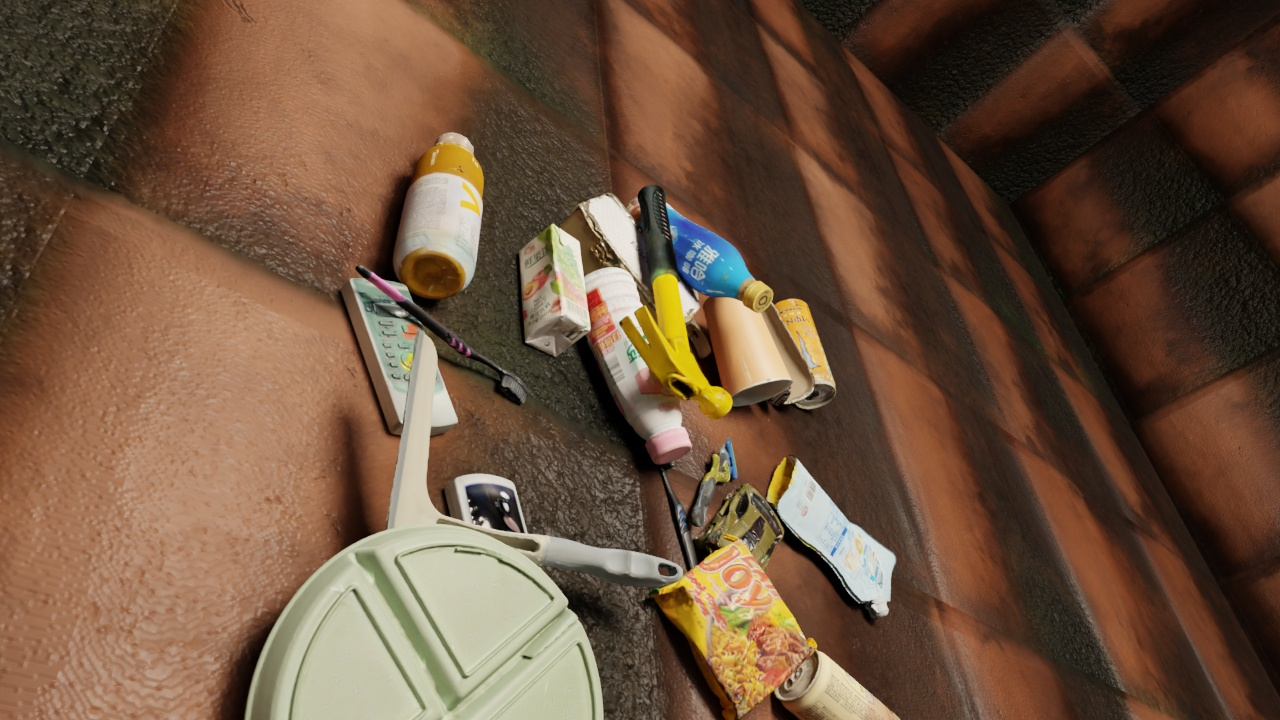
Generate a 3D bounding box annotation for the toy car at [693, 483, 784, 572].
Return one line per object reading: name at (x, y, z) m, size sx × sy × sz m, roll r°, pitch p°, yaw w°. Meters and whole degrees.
toy car at (0.101, 0.168, 0.889) m, size 0.070 × 0.042 × 0.157 m, roll 51°, pitch 28°, yaw -2°

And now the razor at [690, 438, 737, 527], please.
razor at (0.069, 0.126, 0.905) m, size 0.142 × 0.022 × 0.043 m, roll -49°, pitch 128°, yaw -62°

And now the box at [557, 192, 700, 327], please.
box at (-0.012, -0.090, 0.990) m, size 0.184 × 0.063 × 0.089 m, roll 54°, pitch 31°, yaw 1°

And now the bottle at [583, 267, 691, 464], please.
bottle at (-0.005, 0.005, 0.890) m, size 0.068 × 0.068 × 0.196 m, roll 5°, pitch 54°, yaw -50°

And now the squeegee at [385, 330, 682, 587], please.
squeegee at (-0.073, 0.131, 0.650) m, size 0.246 × 0.039 × 0.246 m, roll 21°, pitch 58°, yaw -34°

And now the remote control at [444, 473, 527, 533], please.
remote control at (-0.099, 0.151, 0.660) m, size 0.058 × 0.021 × 0.150 m, roll 12°, pitch 49°, yaw -47°

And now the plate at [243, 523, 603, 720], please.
plate at (-0.109, 0.206, 0.531) m, size 0.230 × 0.028 × 0.229 m, roll 20°, pitch 57°, yaw -35°

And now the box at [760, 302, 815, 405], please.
box at (0.152, -0.024, 1.116) m, size 0.086 × 0.075 × 0.162 m, roll 63°, pitch 2°, yaw -73°

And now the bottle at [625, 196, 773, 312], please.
bottle at (0.063, -0.116, 1.026) m, size 0.065 × 0.065 × 0.219 m, roll 9°, pitch 24°, yaw -48°

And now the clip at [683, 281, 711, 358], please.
clip at (0.048, -0.051, 1.058) m, size 0.072 × 0.035 × 0.100 m, roll 11°, pitch 58°, yaw -48°

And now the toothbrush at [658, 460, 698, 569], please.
toothbrush at (0.042, 0.156, 0.846) m, size 0.014 × 0.016 × 0.189 m, roll 20°, pitch 44°, yaw -44°

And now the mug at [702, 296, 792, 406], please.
mug at (0.117, -0.018, 1.046) m, size 0.078 × 0.078 × 0.122 m, roll 7°, pitch 61°, yaw -49°

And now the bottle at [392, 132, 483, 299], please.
bottle at (-0.175, -0.136, 0.814) m, size 0.068 × 0.068 × 0.189 m, roll 31°, pitch 37°, yaw -31°

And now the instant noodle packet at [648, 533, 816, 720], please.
instant noodle packet at (0.080, 0.220, 0.775) m, size 0.110 × 0.044 × 0.128 m, roll -26°, pitch 77°, yaw -34°

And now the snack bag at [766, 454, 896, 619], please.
snack bag at (0.216, 0.195, 1.013) m, size 0.191 × 0.039 × 0.110 m, roll 46°, pitch 26°, yaw -12°

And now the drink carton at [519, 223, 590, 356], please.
drink carton at (-0.082, -0.068, 0.879) m, size 0.045 × 0.054 × 0.122 m, roll 30°, pitch 36°, yaw -38°

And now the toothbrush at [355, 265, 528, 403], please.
toothbrush at (-0.156, -0.018, 0.741) m, size 0.189 × 0.014 × 0.017 m, roll 41°, pitch 40°, yaw -36°

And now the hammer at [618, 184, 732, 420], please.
hammer at (0.024, -0.080, 0.927) m, size 0.128 × 0.033 × 0.300 m, roll 38°, pitch 30°, yaw -36°

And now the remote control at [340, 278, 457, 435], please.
remote control at (-0.186, -0.004, 0.709) m, size 0.056 × 0.019 × 0.135 m, roll 4°, pitch 55°, yaw -51°

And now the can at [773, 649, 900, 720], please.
can at (0.177, 0.311, 0.819) m, size 0.116 × 0.059 × 0.058 m, roll 43°, pitch 32°, yaw -15°

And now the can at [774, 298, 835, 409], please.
can at (0.208, -0.010, 1.195) m, size 0.058 × 0.058 × 0.145 m, roll 25°, pitch 39°, yaw -37°
